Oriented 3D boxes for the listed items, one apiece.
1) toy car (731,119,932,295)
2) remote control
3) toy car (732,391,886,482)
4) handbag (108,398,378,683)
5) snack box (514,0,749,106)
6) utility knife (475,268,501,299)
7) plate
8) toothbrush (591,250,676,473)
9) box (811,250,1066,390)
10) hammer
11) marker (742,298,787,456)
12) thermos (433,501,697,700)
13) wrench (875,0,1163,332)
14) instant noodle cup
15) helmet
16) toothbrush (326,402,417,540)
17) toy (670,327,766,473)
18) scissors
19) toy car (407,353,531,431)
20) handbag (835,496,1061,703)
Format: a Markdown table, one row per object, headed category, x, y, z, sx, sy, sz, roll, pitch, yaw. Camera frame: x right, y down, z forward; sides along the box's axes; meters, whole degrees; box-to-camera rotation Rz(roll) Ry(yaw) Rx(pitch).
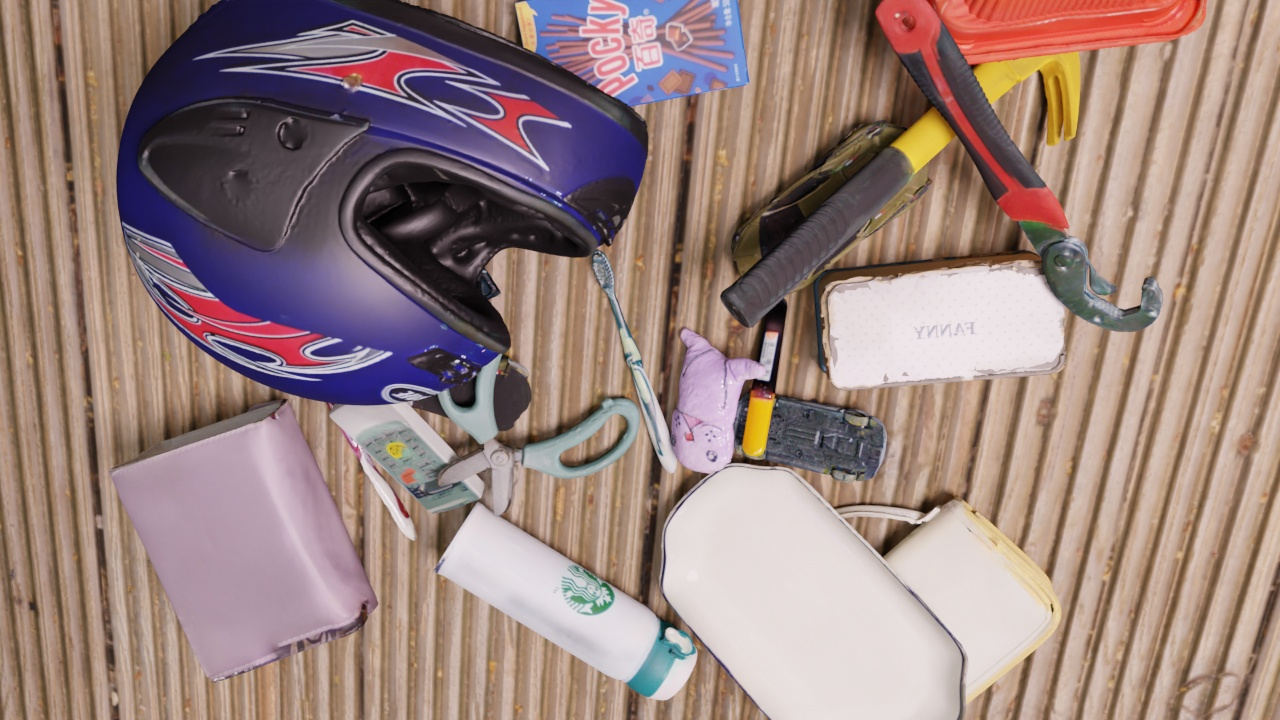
| category | x | y | z | sx | sy | sz | roll | pitch | yaw |
| --- | --- | --- | --- | --- | --- | --- | --- | --- | --- |
| toy car | 0.137 | -0.107 | 0.669 | 0.158 | 0.042 | 0.070 | -39 | 97 | 17 |
| remote control | -0.186 | 0.073 | 0.736 | 0.056 | 0.019 | 0.135 | -20 | 127 | 23 |
| toy car | 0.130 | 0.058 | 0.717 | 0.121 | 0.036 | 0.054 | 12 | 102 | 14 |
| handbag | -0.319 | 0.145 | 0.761 | 0.145 | 0.098 | 0.197 | -17 | 102 | 12 |
| snack box | -0.006 | -0.227 | 0.658 | 0.157 | 0.026 | 0.084 | -8 | 105 | 9 |
| utility knife | -0.212 | -0.058 | 0.735 | 0.203 | 0.015 | 0.033 | 0 | 103 | 7 |
| plate | 0.132 | 0.199 | 0.721 | 0.265 | 0.034 | 0.162 | 46 | 110 | 13 |
| toothbrush | -0.004 | 0.004 | 0.727 | 0.016 | 0.018 | 0.192 | -17 | 103 | 10 |
| box | 0.210 | -0.028 | 0.673 | 0.184 | 0.061 | 0.090 | -3 | 104 | 9 |
| hammer | 0.174 | -0.132 | 0.619 | 0.300 | 0.033 | 0.129 | -42 | 96 | -3 |
| marker | 0.096 | 0.012 | 0.701 | 0.018 | 0.015 | 0.124 | 8 | 86 | 28 |
| thermos | -0.057 | 0.203 | 0.762 | 0.224 | 0.073 | 0.073 | 32 | 106 | -3 |
| wrench | 0.238 | -0.121 | 0.586 | 0.273 | 0.016 | 0.056 | 48 | 141 | -10 |
| instant noodle cup | 0.252 | -0.276 | 0.563 | 0.189 | 0.079 | 0.164 | -6 | 83 | 6 |
| helmet | -0.174 | -0.087 | 0.597 | 0.315 | 0.247 | 0.240 | 18 | 89 | 10 |
| toothbrush | -0.235 | 0.071 | 0.774 | 0.017 | 0.016 | 0.187 | -27 | 100 | 3 |
| toy | 0.054 | 0.038 | 0.712 | 0.084 | 0.038 | 0.108 | 26 | 111 | 40 |
| scissors | -0.093 | 0.036 | 0.718 | 0.170 | 0.019 | 0.178 | -21 | 113 | -2 |
| toy car | -0.163 | 0.011 | 0.734 | 0.156 | 0.041 | 0.071 | 17 | 107 | -5 |
| handbag | 0.216 | 0.179 | 0.736 | 0.178 | 0.063 | 0.163 | 46 | 106 | 9 |
